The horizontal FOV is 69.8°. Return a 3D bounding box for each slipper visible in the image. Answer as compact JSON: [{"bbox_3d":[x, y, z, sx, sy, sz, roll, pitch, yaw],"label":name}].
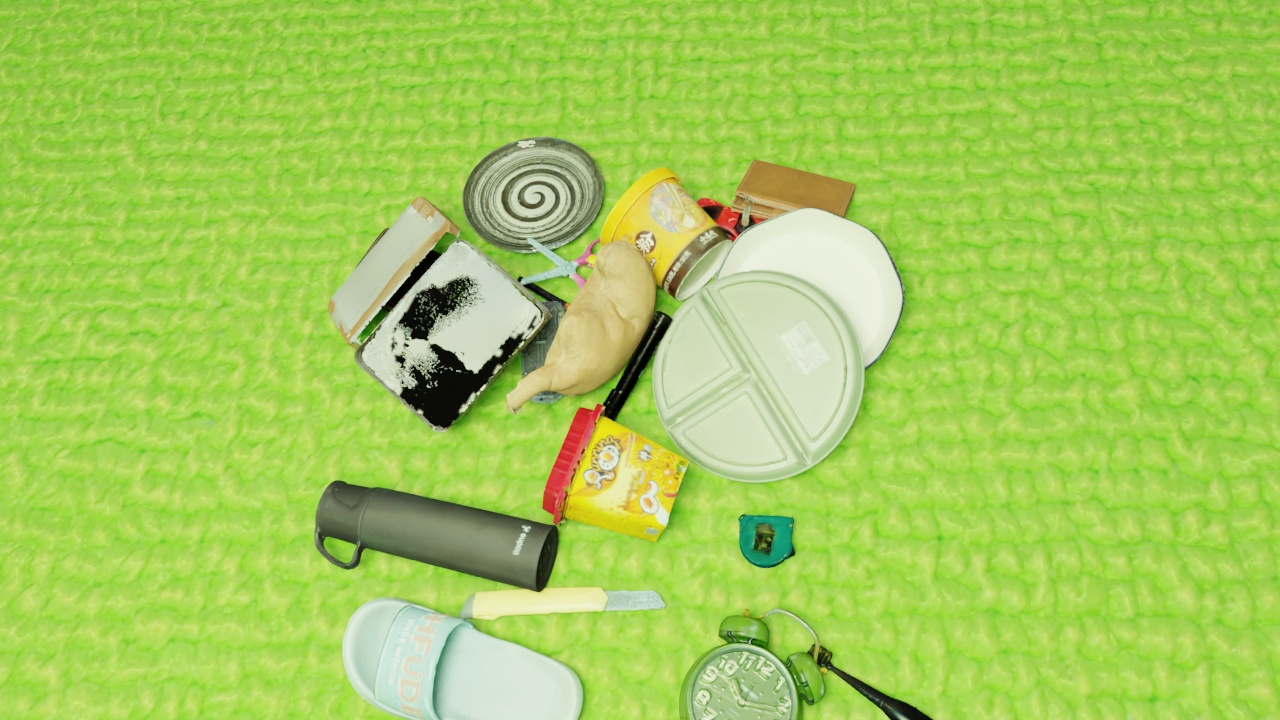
[{"bbox_3d":[-0.174,0.297,0.871,0.245,0.074,0.103,14,66,10],"label":"slipper"}]

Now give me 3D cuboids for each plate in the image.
[{"bbox_3d":[-0.133,-0.204,1.149,0.179,0.024,0.179,-2,61,4],"label":"plate"},{"bbox_3d":[0.182,-0.065,1.016,0.205,0.045,0.204,-2,77,8],"label":"plate"},{"bbox_3d":[0.118,0.013,0.969,0.230,0.027,0.230,-3,81,19],"label":"plate"}]

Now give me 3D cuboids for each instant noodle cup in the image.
[{"bbox_3d":[0.034,-0.139,1.054,0.118,0.119,0.114,-42,76,-15],"label":"instant noodle cup"},{"bbox_3d":[-0.024,0.121,0.932,0.123,0.116,0.116,21,66,2],"label":"instant noodle cup"}]

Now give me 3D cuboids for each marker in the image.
[{"bbox_3d":[-0.097,-0.067,1.079,0.124,0.018,0.015,32,78,20],"label":"marker"},{"bbox_3d":[-0.006,0.006,0.999,0.132,0.022,0.020,-60,29,9],"label":"marker"}]

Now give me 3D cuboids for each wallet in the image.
[{"bbox_3d":[0.181,-0.193,1.093,0.131,0.035,0.118,18,48,13],"label":"wallet"},{"bbox_3d":[-0.285,-0.100,1.113,0.122,0.020,0.096,26,74,16],"label":"wallet"}]

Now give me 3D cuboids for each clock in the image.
[{"bbox_3d":[0.103,0.305,0.852,0.116,0.056,0.161,33,70,18],"label":"clock"}]

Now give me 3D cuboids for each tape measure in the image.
[{"bbox_3d":[0.127,0.182,0.929,0.058,0.025,0.054,2,62,7],"label":"tape measure"}]

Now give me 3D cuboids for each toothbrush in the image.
[{"bbox_3d":[0.247,0.328,0.843,0.213,0.027,0.026,32,32,19],"label":"toothbrush"}]

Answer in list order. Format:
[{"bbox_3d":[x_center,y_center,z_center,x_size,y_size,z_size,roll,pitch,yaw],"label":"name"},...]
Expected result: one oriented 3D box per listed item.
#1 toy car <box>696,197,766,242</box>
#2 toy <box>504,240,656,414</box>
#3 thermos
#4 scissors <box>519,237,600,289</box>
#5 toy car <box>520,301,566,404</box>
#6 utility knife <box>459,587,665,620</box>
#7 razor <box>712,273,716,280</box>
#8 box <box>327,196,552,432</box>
[{"bbox_3d":[0.109,-0.162,1.102,0.106,0.031,0.049,23,68,13],"label":"toy car"},{"bbox_3d":[-0.056,-0.020,0.979,0.082,0.143,0.225,22,70,29],"label":"toy"},{"bbox_3d":[-0.211,0.187,0.935,0.243,0.068,0.089,9,64,11],"label":"thermos"},{"bbox_3d":[-0.078,-0.103,1.083,0.133,0.017,0.131,-20,74,-22],"label":"scissors"},{"bbox_3d":[-0.108,-0.010,1.041,0.054,0.037,0.120,-5,73,8],"label":"toy car"},{"bbox_3d":[-0.080,0.242,0.920,0.208,0.021,0.031,-6,64,10],"label":"utility knife"},{"bbox_3d":[0.150,-0.097,1.066,0.132,0.028,0.043,-3,80,6],"label":"razor"},{"bbox_3d":[-0.238,-0.061,1.012,0.271,0.132,0.179,42,91,25],"label":"box"}]
